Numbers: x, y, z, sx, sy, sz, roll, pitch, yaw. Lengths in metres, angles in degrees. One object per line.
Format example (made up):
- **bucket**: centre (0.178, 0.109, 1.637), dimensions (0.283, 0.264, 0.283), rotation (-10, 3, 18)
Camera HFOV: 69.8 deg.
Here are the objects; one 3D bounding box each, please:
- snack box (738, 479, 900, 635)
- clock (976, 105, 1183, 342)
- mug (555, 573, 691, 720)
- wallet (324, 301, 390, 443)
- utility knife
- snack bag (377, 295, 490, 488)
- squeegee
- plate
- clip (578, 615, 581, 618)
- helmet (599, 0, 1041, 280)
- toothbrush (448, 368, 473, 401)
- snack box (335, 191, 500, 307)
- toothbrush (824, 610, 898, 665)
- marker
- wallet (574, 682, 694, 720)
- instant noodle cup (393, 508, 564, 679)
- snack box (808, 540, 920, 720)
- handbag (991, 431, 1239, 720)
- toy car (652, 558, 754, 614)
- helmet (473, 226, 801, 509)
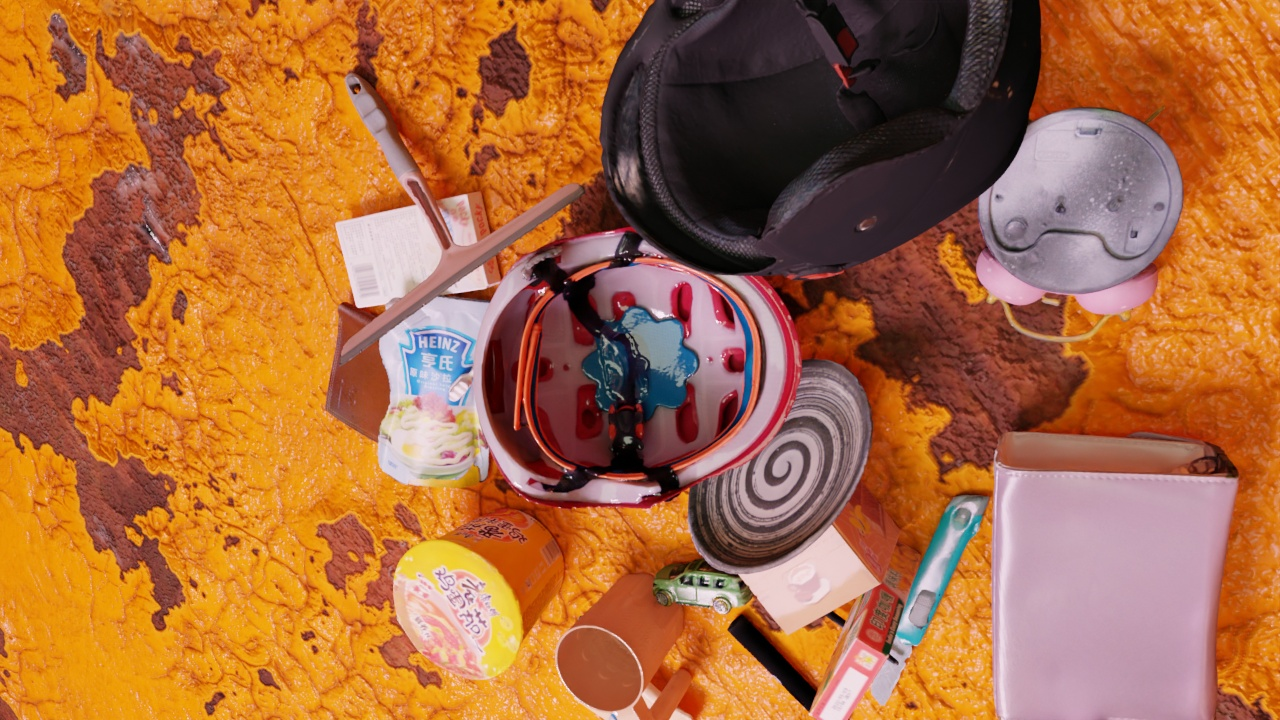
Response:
- **snack box**: centre (0.138, 0.145, 0.724), dimensions (0.093, 0.094, 0.077), rotation (-39, 87, 28)
- **clock**: centre (0.285, -0.088, 0.607), dimensions (0.117, 0.059, 0.159), rotation (8, 107, 22)
- **mug**: centre (-0.005, 0.266, 0.821), dimensions (0.084, 0.103, 0.124), rotation (-32, 91, 29)
- **wallet**: centre (-0.265, 0.015, 0.909), dimensions (0.101, 0.032, 0.125), rotation (24, 113, 19)
- **utility knife**: centre (0.229, 0.197, 0.743), dimensions (0.029, 0.013, 0.217), rotation (24, 115, 21)
- **snack bag**: centre (-0.190, 0.029, 0.861), dimensions (0.110, 0.038, 0.191), rotation (9, 112, 2)
- **squeegee**: centre (-0.199, -0.157, 0.799), dimensions (0.248, 0.040, 0.249), rotation (-34, 69, 7)
- **plate**: centre (0.105, 0.081, 0.695), dimensions (0.024, 0.179, 0.180), rotation (36, 123, -29)
- **clip**: centre (-0.043, 0.272, 0.892), dimensions (0.043, 0.014, 0.056), rotation (-14, 102, 29)
- **helmet**: centre (0.109, -0.169, 0.570), dimensions (0.276, 0.229, 0.233), rotation (-27, 73, 41)
- **toothbrush**: centre (-0.111, -0.028, 0.811), dimensions (0.016, 0.016, 0.180), rotation (40, 105, -18)
- **snack box**: centre (-0.207, -0.100, 0.848), dimensions (0.157, 0.026, 0.085), rotation (-6, 102, 26)
- **toothbrush**: centre (0.139, 0.196, 0.781), dimensions (0.189, 0.014, 0.018), rotation (34, 107, 15)
- **marker**: centre (0.130, 0.277, 0.810), dimensions (0.132, 0.020, 0.022), rotation (44, 101, 6)
- **wallet**: centre (-0.006, 0.331, 0.880), dimensions (0.115, 0.024, 0.087), rotation (30, 133, 15)
- **instant noodle cup**: centre (-0.145, 0.210, 0.866), dimensions (0.138, 0.109, 0.138), rotation (7, 108, 22)
- **snack box**: centre (0.172, 0.202, 0.690), dimensions (0.027, 0.155, 0.077), rotation (29, 115, 15)
- **handbag**: centre (0.322, 0.153, 0.640), dimensions (0.145, 0.098, 0.197), rotation (2, 105, 26)
- **toy car**: centre (0.054, 0.196, 0.808), dimensions (0.091, 0.043, 0.036), rotation (-3, 107, 24)
- **helmet**: centre (-0.004, 0.004, 0.722), dimensions (0.240, 0.144, 0.207), rotation (-4, 92, 0)
